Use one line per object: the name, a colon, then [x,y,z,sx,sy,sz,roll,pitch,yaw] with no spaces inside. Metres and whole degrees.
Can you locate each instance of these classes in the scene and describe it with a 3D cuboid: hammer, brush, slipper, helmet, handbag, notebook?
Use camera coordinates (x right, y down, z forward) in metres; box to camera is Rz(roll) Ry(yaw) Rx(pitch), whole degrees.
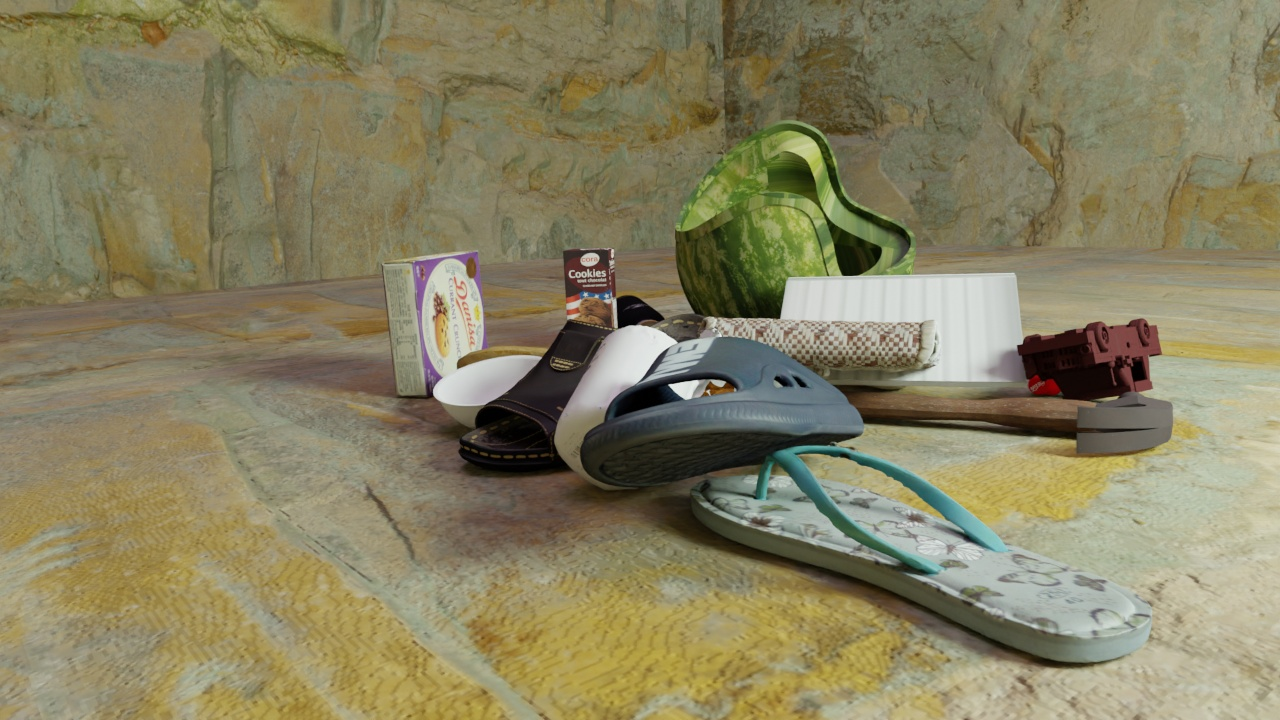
hammer: [0.248,0.040,0.748,0.324,0.033,0.115,2,8,28]
brush: [-0.092,0.017,0.878,0.196,0.059,0.043,6,4,28]
slipper: [0.061,0.023,0.572,0.111,0.083,0.267,-22,-15,30]
helmet: [0.166,-0.109,1.028,0.244,0.247,0.212,-36,25,33]
handbag: [0.150,-0.011,0.752,0.186,0.047,0.124,3,1,20]
slipper: [0.133,0.082,0.488,0.098,0.055,0.269,-7,12,-37]
slipper: [-0.036,0.009,0.752,0.113,0.076,0.267,11,33,43]
notebook: [0.231,-0.030,0.830,0.210,0.009,0.142,0,44,17]

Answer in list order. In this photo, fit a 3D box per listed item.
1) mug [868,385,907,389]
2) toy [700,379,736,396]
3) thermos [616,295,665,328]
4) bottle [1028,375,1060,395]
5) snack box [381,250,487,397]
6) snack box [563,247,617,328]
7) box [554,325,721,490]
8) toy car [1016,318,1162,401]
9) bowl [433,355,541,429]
mug: [0.226,-0.020,0.896,0.120,0.096,0.100,-8,23,-28]
toy: [0.069,0.030,0.755,0.087,0.067,0.112,-16,23,5]
thermos: [-0.002,-0.042,1.176,0.061,0.061,0.231,-4,10,-8]
bottle: [0.382,0.012,0.851,0.036,0.036,0.118,5,13,35]
snack box: [-0.222,-0.044,1.012,0.041,0.143,0.147,-1,11,18]
snack box: [-0.054,-0.054,1.029,0.051,0.141,0.031,-1,11,10]
box: [0.004,0.019,0.661,0.092,0.083,0.165,30,43,-6]
toy car: [0.386,0.001,0.778,0.169,0.062,0.070,-5,-7,-44]
bowl: [-0.126,0.035,0.821,0.110,0.040,0.109,-8,21,3]
